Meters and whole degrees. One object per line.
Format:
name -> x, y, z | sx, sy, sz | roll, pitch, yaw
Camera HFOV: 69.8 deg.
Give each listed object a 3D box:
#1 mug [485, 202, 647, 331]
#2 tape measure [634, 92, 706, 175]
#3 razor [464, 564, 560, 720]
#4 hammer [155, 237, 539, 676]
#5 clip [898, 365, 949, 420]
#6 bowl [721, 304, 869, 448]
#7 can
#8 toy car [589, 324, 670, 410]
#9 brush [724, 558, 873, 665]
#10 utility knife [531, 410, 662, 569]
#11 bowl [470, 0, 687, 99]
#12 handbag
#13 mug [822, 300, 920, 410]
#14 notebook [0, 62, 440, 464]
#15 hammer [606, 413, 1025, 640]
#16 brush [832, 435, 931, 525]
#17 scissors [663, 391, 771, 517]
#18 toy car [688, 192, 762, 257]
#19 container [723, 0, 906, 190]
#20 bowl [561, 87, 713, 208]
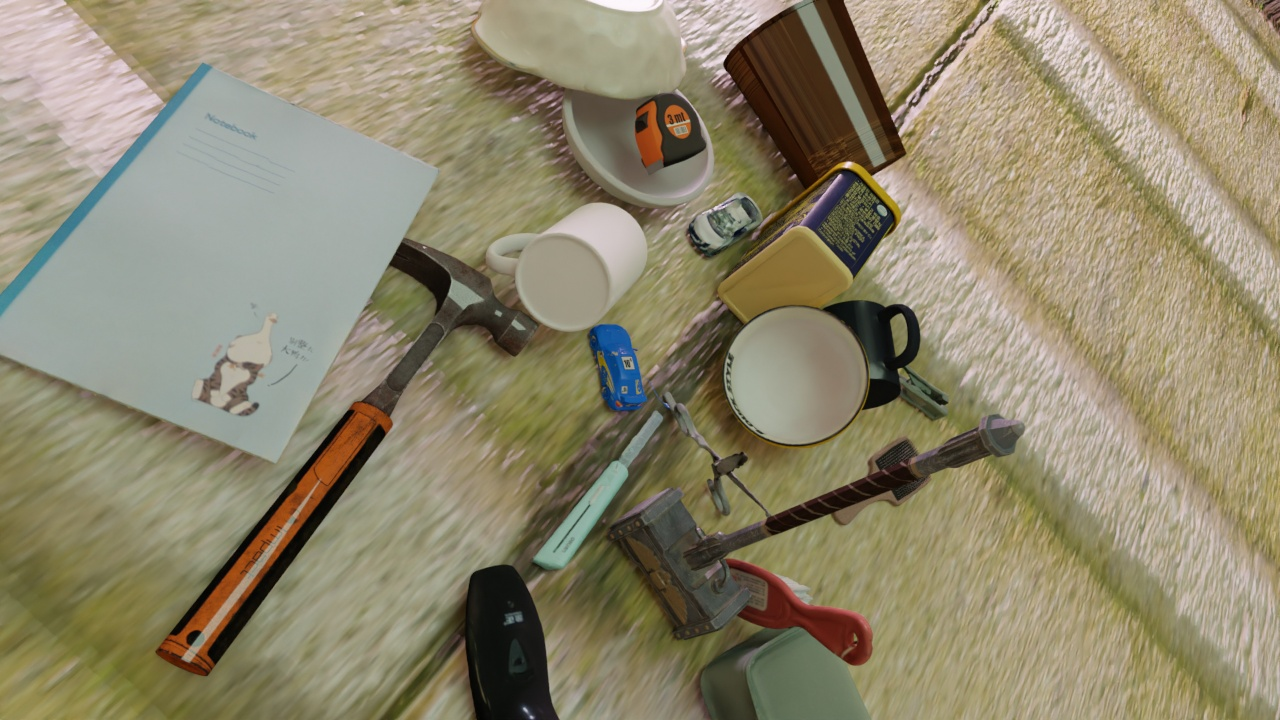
mug -> -0.060, -0.075, 0.690 | 0.110, 0.074, 0.090 | 12, 26, 13
tape measure -> 0.019, -0.192, 0.773 | 0.058, 0.038, 0.059 | -27, 96, -39
razor -> -0.075, 0.194, 0.557 | 0.052, 0.064, 0.140 | -2, 69, -35
hammer -> -0.192, 0.044, 0.575 | 0.138, 0.035, 0.313 | 37, 53, -11
clip -> 0.268, 0.029, 0.892 | 0.076, 0.023, 0.042 | 32, 52, -19
bowl -> 0.129, 0.018, 0.764 | 0.117, 0.067, 0.117 | -2, 78, 11
can -> 0.144, -0.092, 0.799 | 0.075, 0.136, 0.104 | 45, 53, -6
toy car -> -0.005, 0.004, 0.699 | 0.033, 0.062, 0.092 | -2, 68, -34
brush -> 0.107, 0.168, 0.625 | 0.030, 0.173, 0.041 | 5, 89, -27
utility knife -> -0.025, 0.092, 0.674 | 0.022, 0.015, 0.165 | 24, 48, 18
bowl -> -0.041, -0.302, 0.792 | 0.218, 0.060, 0.188 | -22, 58, -38
handbag -> 0.111, 0.252, 0.646 | 0.106, 0.067, 0.121 | -17, 77, -37
mug -> 0.202, -0.010, 0.814 | 0.071, 0.105, 0.077 | 16, 59, -32
notebook -> -0.258, -0.074, 0.583 | 0.181, 0.009, 0.252 | 23, 56, -7
hammer -> 0.095, 0.093, 0.550 | 0.044, 0.323, 0.098 | -32, 86, -39
brush -> 0.217, 0.111, 0.821 | 0.135, 0.015, 0.050 | -24, 82, -39
scissors -> 0.052, 0.066, 0.673 | 0.014, 0.142, 0.158 | -24, 61, -11
toy car -> 0.080, -0.127, 0.843 | 0.089, 0.027, 0.038 | -36, 91, -39
container -> 0.180, -0.254, 0.915 | 0.131, 0.132, 0.167 | -28, 89, -39
bowl -> -0.009, -0.191, 0.807 | 0.149, 0.043, 0.149 | 15, 59, -26
